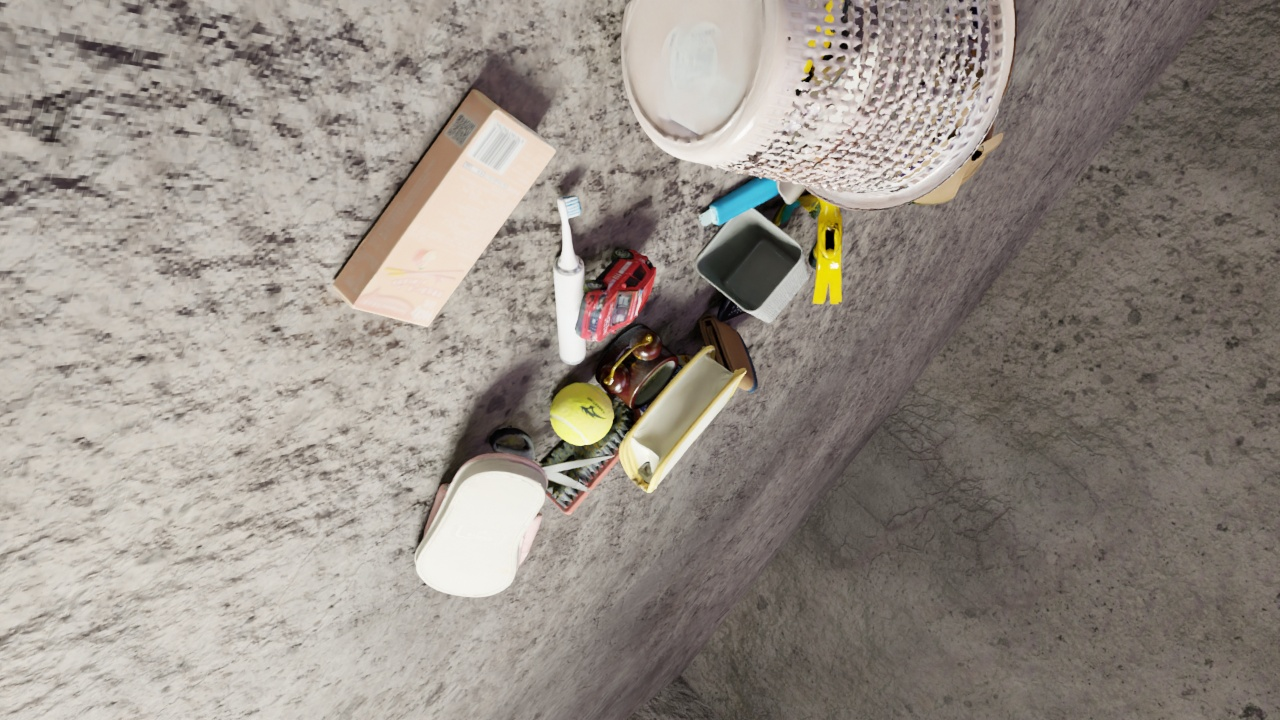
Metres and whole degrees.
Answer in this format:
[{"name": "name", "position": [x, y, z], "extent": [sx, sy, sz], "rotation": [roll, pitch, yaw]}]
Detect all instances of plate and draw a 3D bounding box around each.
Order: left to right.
[{"name": "plate", "position": [0.177, -0.240, 0.907], "extent": [0.164, 0.034, 0.164], "rotation": [-54, 168, 5]}]

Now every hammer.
[{"name": "hammer", "position": [0.221, -0.131, 1.101], "extent": [0.300, 0.033, 0.129], "rotation": [-17, 108, -80]}]

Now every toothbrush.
[{"name": "toothbrush", "position": [-0.061, -0.065, 0.791], "extent": [0.026, 0.026, 0.221], "rotation": [-16, 150, -12]}]

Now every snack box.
[{"name": "snack box", "position": [-0.127, -0.095, 0.607], "extent": [0.157, 0.026, 0.084], "rotation": [-51, 159, 9]}]

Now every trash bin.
[{"name": "trash bin", "position": [0.103, -0.212, 0.627], "extent": [0.191, 0.227, 0.228], "rotation": [-11, 140, -38]}]

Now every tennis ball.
[{"name": "tennis ball", "position": [-0.061, 0.055, 0.947], "extent": [0.065, 0.065, 0.066], "rotation": [-40, 158, -20]}]

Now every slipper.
[{"name": "slipper", "position": [-0.157, 0.161, 0.911], "extent": [0.275, 0.114, 0.054], "rotation": [117, -19, -48]}]

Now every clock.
[{"name": "clock", "position": [-0.006, 0.006, 0.979], "extent": [0.082, 0.055, 0.122], "rotation": [-47, 162, -1]}]

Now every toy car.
[{"name": "toy car", "position": [-0.021, -0.058, 0.813], "extent": [0.120, 0.045, 0.053], "rotation": [-52, 159, -53]}]

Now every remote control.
[{"name": "remote control", "position": [0.132, -0.082, 1.136], "extent": [0.136, 0.024, 0.053], "rotation": [-24, 147, -49]}]

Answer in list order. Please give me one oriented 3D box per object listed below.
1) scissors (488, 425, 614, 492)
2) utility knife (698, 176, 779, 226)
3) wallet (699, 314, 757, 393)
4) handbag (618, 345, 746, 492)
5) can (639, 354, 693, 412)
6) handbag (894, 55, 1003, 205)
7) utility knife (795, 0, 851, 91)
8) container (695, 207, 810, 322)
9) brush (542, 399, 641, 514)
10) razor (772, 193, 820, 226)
[{"name": "scissors", "position": [-0.108, 0.114, 0.962], "extent": [0.178, 0.014, 0.160], "rotation": [-25, 140, -14]}, {"name": "utility knife", "position": [0.116, -0.174, 0.954], "extent": [0.161, 0.018, 0.034], "rotation": [-32, 142, -32]}, {"name": "wallet", "position": [0.111, -0.007, 1.146], "extent": [0.033, 0.090, 0.115], "rotation": [-22, 164, 15]}, {"name": "handbag", "position": [0.042, 0.076, 1.058], "extent": [0.163, 0.063, 0.179], "rotation": [-47, 167, -19]}, {"name": "can", "position": [0.042, 0.036, 1.135], "extent": [0.075, 0.049, 0.148], "rotation": [-56, 157, 19]}, {"name": "handbag", "position": [0.398, -0.287, 1.186], "extent": [0.148, 0.100, 0.204], "rotation": [-45, 156, 0]}, {"name": "utility knife", "position": [0.180, -0.324, 0.814], "extent": [0.033, 0.015, 0.193], "rotation": [-31, 154, -44]}, {"name": "container", "position": [0.130, -0.100, 1.015], "extent": [0.090, 0.090, 0.114], "rotation": [-50, 162, 6]}, {"name": "brush", "position": [-0.053, 0.107, 1.058], "extent": [0.145, 0.063, 0.069], "rotation": [-48, 147, -5]}, {"name": "razor", "position": [0.181, -0.174, 1.061], "extent": [0.132, 0.028, 0.043], "rotation": [-30, 167, -50]}]
